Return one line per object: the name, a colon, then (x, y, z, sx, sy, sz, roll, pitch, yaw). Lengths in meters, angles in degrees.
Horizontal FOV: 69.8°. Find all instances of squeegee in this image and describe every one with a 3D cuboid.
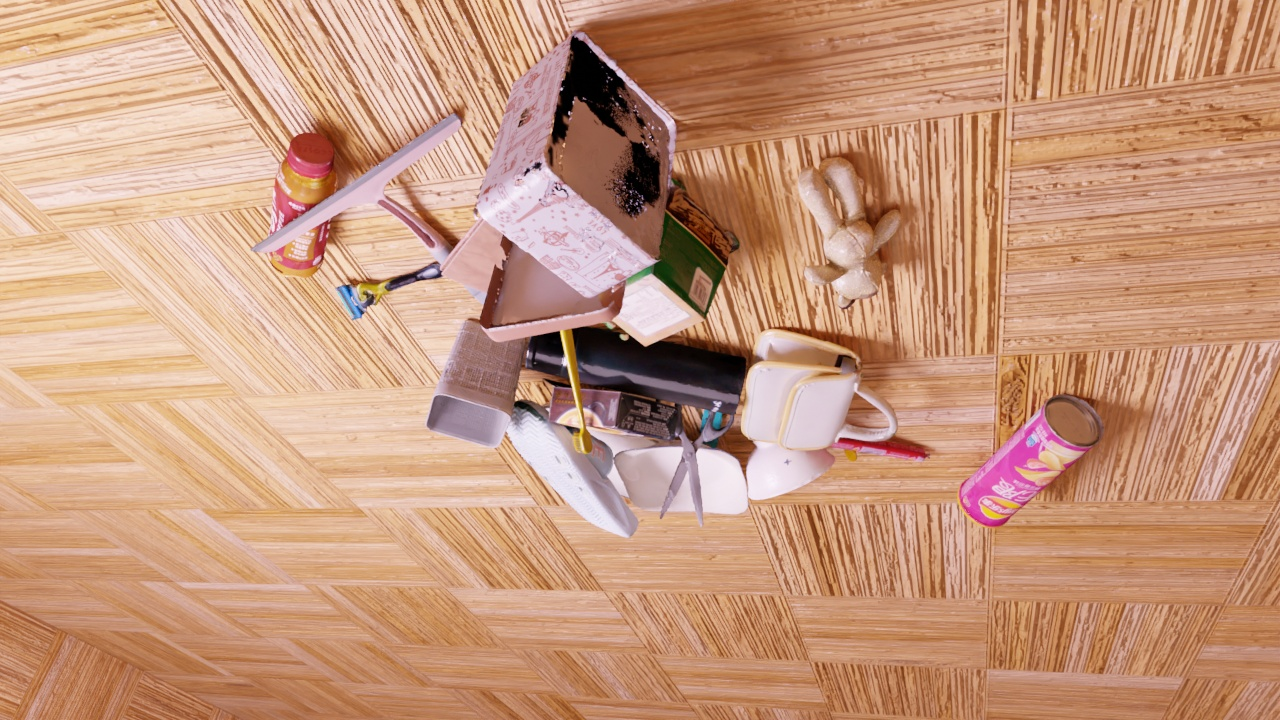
squeegee: (-0.214, -0.117, 0.941, 0.248, 0.040, 0.249, -28, 140, 15)

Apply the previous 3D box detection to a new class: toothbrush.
toothbrush: (0.237, 0.067, 1.114, 0.016, 0.018, 0.191, -10, 138, 22)
toothbrush: (-0.077, 0.009, 1.000, 0.017, 0.190, 0.015, -3, -170, 40)

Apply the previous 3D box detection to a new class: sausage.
sausage: (0.291, 0.107, 1.135, 0.155, 0.020, 0.020, 11, 146, -17)

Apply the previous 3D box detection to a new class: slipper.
slipper: (-0.072, 0.131, 1.147, 0.104, 0.074, 0.245, 7, 142, 48)

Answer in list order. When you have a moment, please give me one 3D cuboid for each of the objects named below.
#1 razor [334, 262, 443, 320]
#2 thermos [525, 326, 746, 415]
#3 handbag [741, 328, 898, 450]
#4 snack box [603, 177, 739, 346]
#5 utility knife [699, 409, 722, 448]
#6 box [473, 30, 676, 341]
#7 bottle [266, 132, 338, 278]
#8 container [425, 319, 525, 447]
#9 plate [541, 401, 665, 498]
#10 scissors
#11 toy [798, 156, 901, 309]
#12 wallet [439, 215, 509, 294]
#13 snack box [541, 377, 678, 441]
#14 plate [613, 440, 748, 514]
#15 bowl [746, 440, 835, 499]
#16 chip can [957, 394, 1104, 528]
razor: (-0.272, -0.085, 1.018, 0.143, 0.022, 0.043, -16, 116, 23)
thermos: (-0.006, 0.006, 1.052, 0.242, 0.068, 0.090, 12, 168, 0)
handbag: (0.205, 0.049, 1.036, 0.179, 0.063, 0.164, 13, 146, 9)
snack box: (0.017, -0.085, 0.876, 0.118, 0.105, 0.118, -24, 134, 37)
utility knife: (0.087, 0.101, 1.195, 0.029, 0.013, 0.157, 6, 145, 2)
box: (-0.078, -0.132, 0.774, 0.193, 0.182, 0.156, -24, 132, 34)
bottle: (-0.334, -0.152, 0.908, 0.057, 0.057, 0.175, 20, 143, -14)
container: (-0.188, 0.024, 1.068, 0.090, 0.114, 0.090, 17, 144, -11)
plate: (-0.039, 0.119, 1.232, 0.265, 0.034, 0.162, 25, 141, -20)
scissors: (0.059, 0.107, 1.094, 0.159, 0.175, 0.014, -31, 160, -17)
toy: (0.184, -0.116, 0.839, 0.105, 0.066, 0.157, -38, 132, -7)
wallet: (-0.132, -0.101, 0.937, 0.115, 0.020, 0.101, 18, 138, -32)
snack box: (-0.038, 0.058, 1.073, 0.126, 0.053, 0.113, 2, 170, 39)
plate: (0.056, 0.146, 1.187, 0.164, 0.034, 0.164, -1, 142, 14)
bowl: (0.175, 0.118, 1.142, 0.119, 0.118, 0.065, -23, 94, 38)
chip can: (0.457, 0.124, 1.089, 0.071, 0.071, 0.211, 12, 144, -4)
